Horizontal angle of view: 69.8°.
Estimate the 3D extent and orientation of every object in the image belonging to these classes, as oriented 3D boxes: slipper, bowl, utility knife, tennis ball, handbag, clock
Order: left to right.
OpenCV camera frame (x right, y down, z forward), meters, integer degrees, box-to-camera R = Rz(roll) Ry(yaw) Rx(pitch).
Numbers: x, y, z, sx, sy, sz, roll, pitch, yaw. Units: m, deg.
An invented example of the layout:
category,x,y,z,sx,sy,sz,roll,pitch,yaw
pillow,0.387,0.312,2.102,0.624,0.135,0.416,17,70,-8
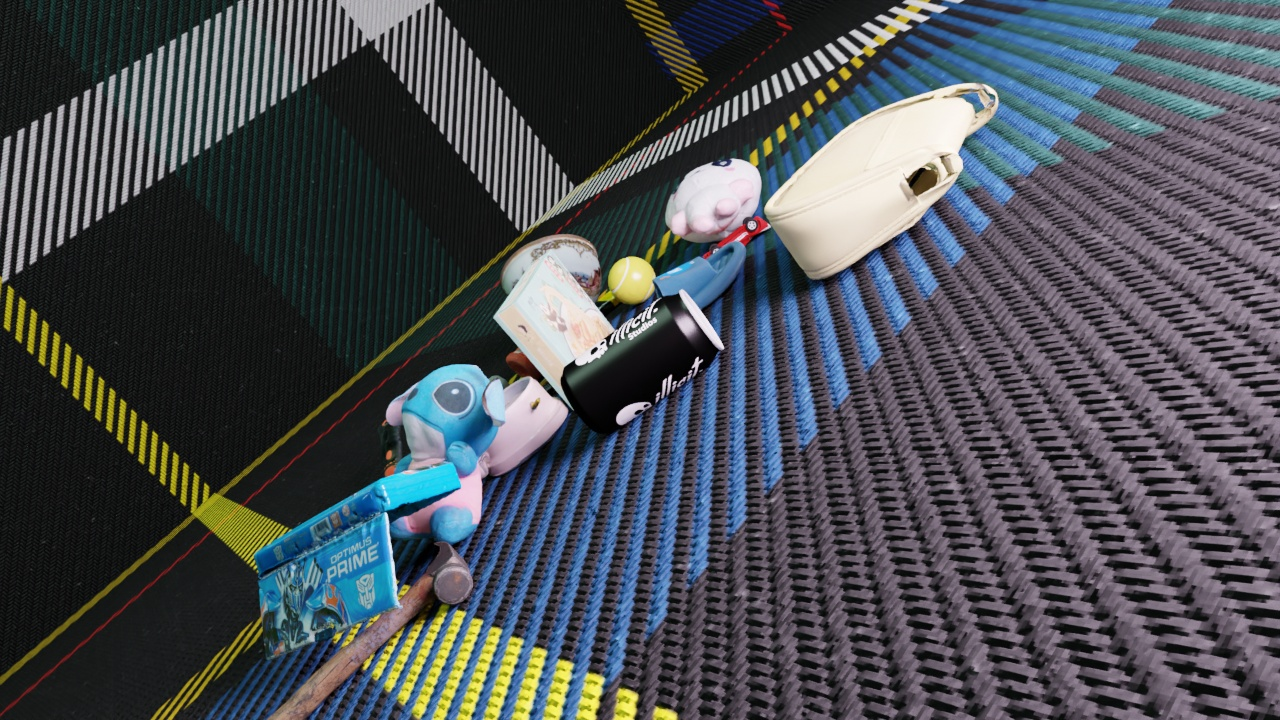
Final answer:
category,x,y,z,sx,sy,sz,roll,pitch,yaw
clock,-0.160,0.082,1.050,0.158,0.059,0.116,-36,15,11
bowl,-0.126,-0.105,1.406,0.160,0.159,0.093,-33,58,18
utility knife,-0.069,-0.067,1.346,0.174,0.020,0.029,-38,30,-2
tennis ball,-0.012,-0.109,1.250,0.065,0.065,0.065,-35,16,11
slipper,0.031,-0.074,1.073,0.214,0.059,0.103,-37,13,8
handbag,0.236,-0.175,0.877,0.191,0.088,0.232,-17,23,40

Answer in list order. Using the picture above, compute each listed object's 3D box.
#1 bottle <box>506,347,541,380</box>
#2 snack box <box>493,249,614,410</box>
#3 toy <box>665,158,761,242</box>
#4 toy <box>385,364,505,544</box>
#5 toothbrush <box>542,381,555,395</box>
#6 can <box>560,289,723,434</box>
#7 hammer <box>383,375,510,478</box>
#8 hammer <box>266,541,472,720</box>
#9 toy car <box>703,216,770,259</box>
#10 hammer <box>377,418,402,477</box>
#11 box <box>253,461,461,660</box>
category,x,y,z,sx,sy,sz,roll,pitch,yaw
bottle,-0.130,-0.035,1.304,0.134,0.048,0.072,-53,24,-20
snack box,-0.096,-0.041,1.105,0.044,0.141,0.193,-33,16,19
toy,0.096,-0.202,1.198,0.139,0.101,0.179,-27,13,14
toy,-0.195,0.094,0.938,0.225,0.098,0.191,-5,72,50
toothbrush,-0.172,0.088,1.147,0.187,0.014,0.017,-44,33,-16
can,0.001,0.002,0.881,0.146,0.080,0.080,-35,16,10
hammer,-0.306,0.133,1.291,0.310,0.029,0.125,-40,15,-5
hammer,-0.285,0.287,0.810,0.330,0.033,0.120,-41,12,-11
toy car,0.120,-0.152,1.158,0.089,0.025,0.038,-38,10,8
hammer,-0.330,0.142,1.227,0.133,0.033,0.333,-39,24,-1
box,-0.273,0.195,0.881,0.244,0.113,0.113,-29,-10,37
